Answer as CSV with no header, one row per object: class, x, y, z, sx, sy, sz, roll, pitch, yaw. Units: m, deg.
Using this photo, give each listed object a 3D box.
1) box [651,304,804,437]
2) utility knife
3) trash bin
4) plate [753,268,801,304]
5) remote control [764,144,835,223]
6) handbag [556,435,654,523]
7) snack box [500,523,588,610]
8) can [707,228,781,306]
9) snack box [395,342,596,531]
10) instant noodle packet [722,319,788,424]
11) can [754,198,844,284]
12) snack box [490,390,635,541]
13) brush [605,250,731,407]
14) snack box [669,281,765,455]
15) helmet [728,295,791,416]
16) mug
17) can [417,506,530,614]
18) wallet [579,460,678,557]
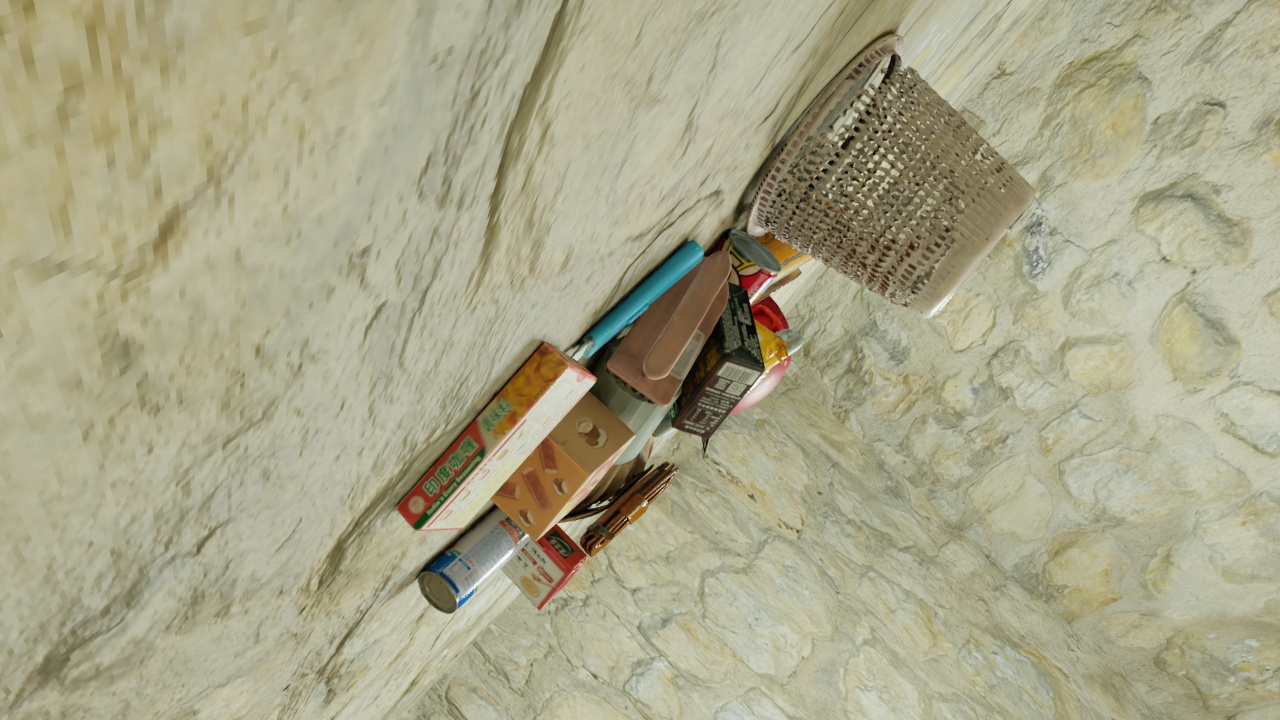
box,0.088,0.014,1.074,0.201,0.050,0.160,-34,-159,1
utility knife,-0.018,-0.032,0.737,0.207,0.018,0.034,-43,172,-25
trash bin,0.241,-0.152,0.857,0.227,0.192,0.228,-46,168,-14
plate,0.111,-0.075,1.086,0.164,0.034,0.163,-33,-175,9
remote control,0.168,-0.178,1.040,0.058,0.021,0.150,-40,169,-47
handbag,-0.049,0.123,1.062,0.148,0.100,0.204,-52,168,4
snack box,-0.124,0.218,1.078,0.044,0.113,0.127,-36,167,-42
can,0.088,-0.077,0.926,0.094,0.066,0.066,-51,172,25
snack box,-0.100,0.058,0.659,0.156,0.027,0.077,-48,165,2
instant noodle packet,0.081,-0.012,0.985,0.111,0.128,0.044,-48,164,2
can,0.155,-0.124,1.003,0.145,0.058,0.058,-32,168,-20
snack box,-0.074,0.086,0.800,0.095,0.077,0.092,-52,172,28
brush,0.033,-0.033,0.795,0.145,0.063,0.073,-57,-173,-24
snack box,0.064,0.005,0.872,0.126,0.053,0.113,-55,-153,37
helmet,0.123,0.008,1.324,0.241,0.144,0.206,-50,175,30
mug,-0.013,0.023,0.876,0.104,0.083,0.123,124,-16,-46
can,-0.171,0.206,0.975,0.134,0.053,0.053,-40,170,-47
wallet,-0.014,0.166,1.036,0.130,0.035,0.119,-41,174,-14
